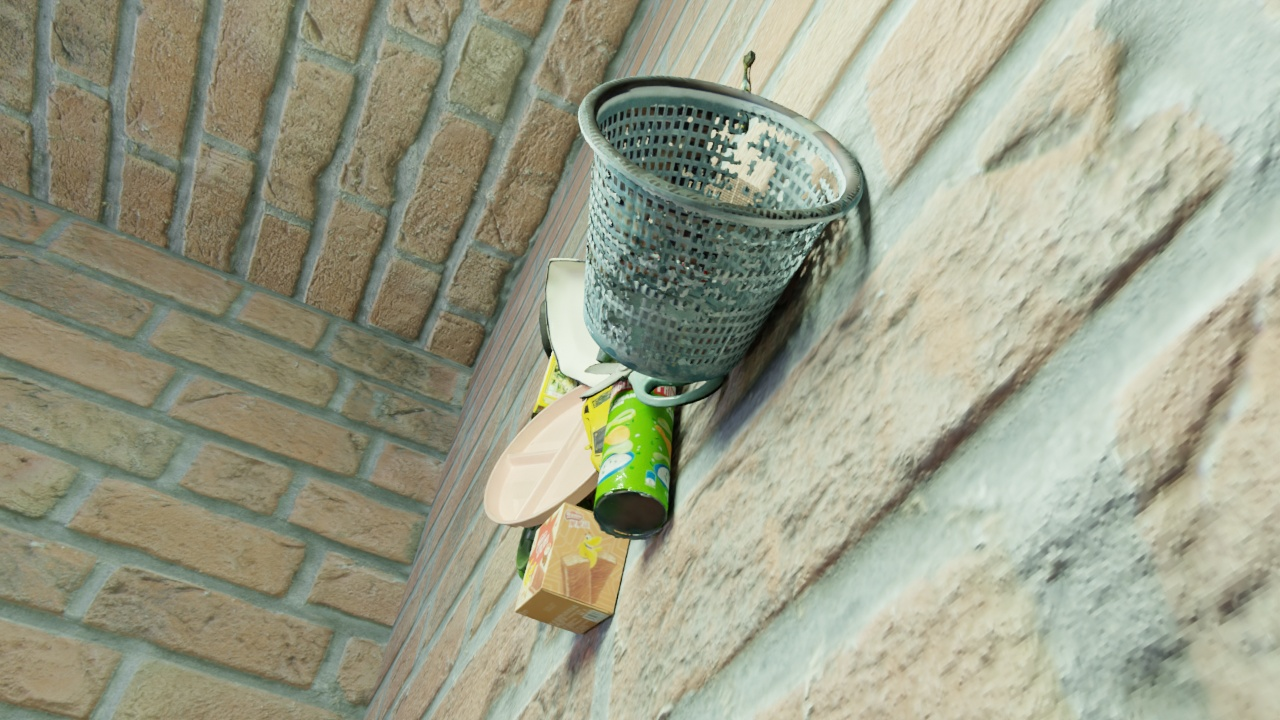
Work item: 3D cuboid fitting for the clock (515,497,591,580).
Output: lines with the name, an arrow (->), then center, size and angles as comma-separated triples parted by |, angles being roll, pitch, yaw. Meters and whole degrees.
clock -> -0.111, 0.225, 1.121 | 0.116, 0.056, 0.161 | 162, 129, -73

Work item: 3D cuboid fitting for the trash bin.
trash bin -> 0.043, -0.099, 0.764 | 0.226, 0.226, 0.196 | -85, 9, -51

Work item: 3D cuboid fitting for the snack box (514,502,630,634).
snack box -> -0.069, 0.212, 0.929 | 0.093, 0.077, 0.094 | 130, 158, -53

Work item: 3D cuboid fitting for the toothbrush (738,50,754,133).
toothbrush -> 0.135, -0.345, 1.169 | 0.017, 0.012, 0.185 | -42, 27, 39

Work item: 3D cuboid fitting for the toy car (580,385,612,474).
toy car -> -0.028, 0.073, 1.004 | 0.071, 0.041, 0.155 | -33, 30, 10

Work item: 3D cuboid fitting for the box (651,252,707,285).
box -> 0.029, -0.129, 1.046 | 0.103, 0.100, 0.201 | -47, 24, 54

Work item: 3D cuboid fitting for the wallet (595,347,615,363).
wallet -> -0.008, -0.028, 1.054 | 0.121, 0.019, 0.097 | 35, -108, -61

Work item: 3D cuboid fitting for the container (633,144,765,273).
container -> 0.061, -0.144, 0.918 | 0.090, 0.111, 0.090 | -70, 14, -11

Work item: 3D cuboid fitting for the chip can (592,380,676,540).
chip can -> 0.000, 0.063, 0.914 | 0.235, 0.072, 0.072 | -83, 20, -47

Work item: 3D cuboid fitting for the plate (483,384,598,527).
plate -> -0.095, 0.113, 1.112 | 0.230, 0.028, 0.229 | -33, 25, 17

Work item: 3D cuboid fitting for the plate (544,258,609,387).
plate -> -0.067, -0.051, 1.169 | 0.266, 0.034, 0.162 | -164, 67, -67

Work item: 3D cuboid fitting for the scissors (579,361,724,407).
scissors -> 0.025, -0.010, 0.905 | 0.171, 0.019, 0.180 | 1, 45, 39

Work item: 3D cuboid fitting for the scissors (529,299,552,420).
scissors -> -0.122, 0.019, 1.357 | 0.220, 0.022, 0.234 | -28, -65, -68

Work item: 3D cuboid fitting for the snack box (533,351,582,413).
snack box -> -0.089, 0.023, 1.288 | 0.034, 0.087, 0.140 | 121, 165, -55
